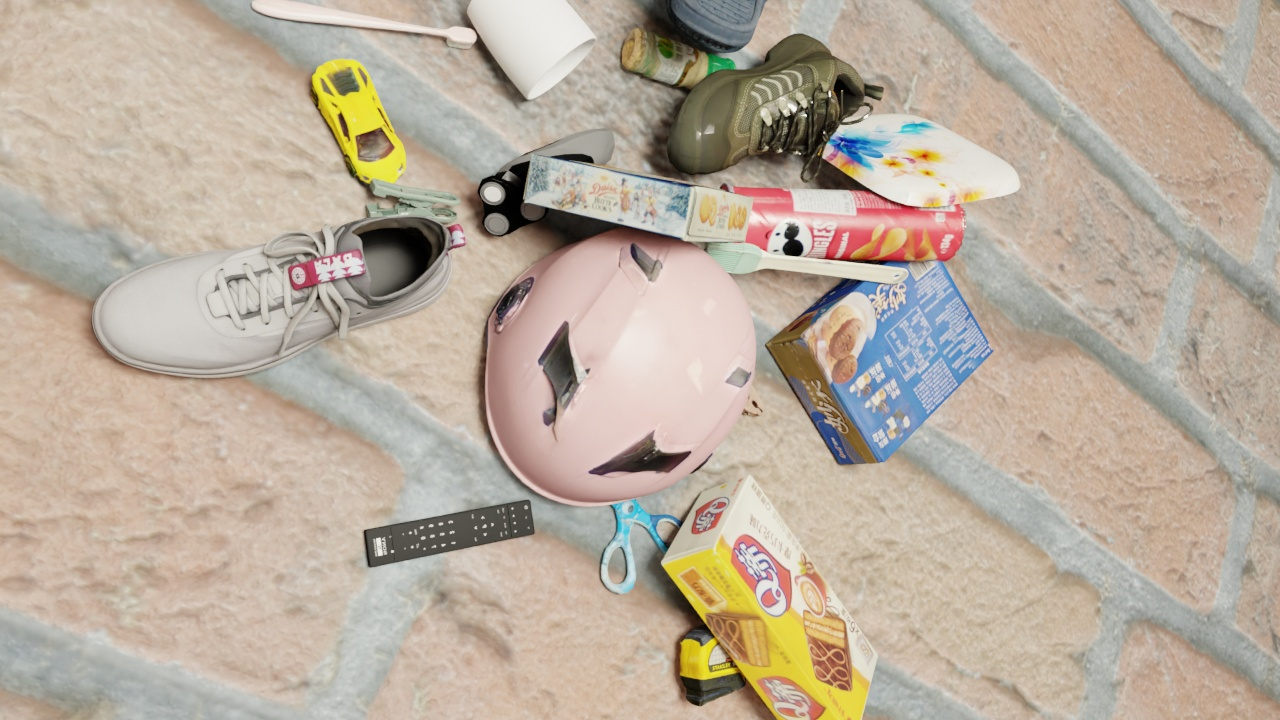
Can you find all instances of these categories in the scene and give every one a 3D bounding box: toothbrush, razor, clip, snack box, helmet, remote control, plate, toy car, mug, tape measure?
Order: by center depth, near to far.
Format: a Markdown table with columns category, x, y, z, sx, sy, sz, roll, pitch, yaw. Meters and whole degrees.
| category | x | y | z | sx | sy | sz | roll | pitch | yaw |
| --- | --- | --- | --- | --- | --- | --- | --- | --- | --- |
| toy car | -0.228 | -0.193 | 0.748 | 0.049 | 0.030 | 0.107 | -30 | 99 | -28 |
| snack box | 0.003 | -0.132 | 0.754 | 0.144 | 0.145 | 0.043 | -15 | 119 | -65 |
| remote control | -0.155 | 0.141 | 0.755 | 0.139 | 0.009 | 0.030 | -7 | 87 | -28 |
| clip | -0.190 | -0.123 | 0.763 | 0.078 | 0.023 | 0.049 | 12 | 118 | -35 |
| toothbrush | -0.228 | -0.282 | 0.768 | 0.181 | 0.018 | 0.015 | 0 | 82 | -25 |
| helmet | -0.005 | 0.004 | 0.774 | 0.254 | 0.153 | 0.230 | -46 | 106 | -21 |
| razor | -0.078 | -0.165 | 0.810 | 0.155 | 0.060 | 0.057 | -48 | 149 | -40 |
| mug | -0.091 | -0.295 | 0.812 | 0.087 | 0.081 | 0.114 | 50 | 34 | -7 |
| snack box | 0.122 | 0.230 | 0.836 | 0.230 | 0.062 | 0.109 | 55 | 37 | -11 |
| tape measure | 0.064 | 0.273 | 0.836 | 0.065 | 0.037 | 0.064 | -7 | 89 | -42 |
| clip | 0.094 | 0.038 | 0.888 | 0.039 | 0.024 | 0.060 | -46 | 108 | -24 |
| plate | 0.278 | -0.213 | 0.941 | 0.186 | 0.187 | 0.016 | -13 | 131 | -28 |
| snack box | 0.251 | -0.013 | 0.949 | 0.202 | 0.069 | 0.155 | -38 | 102 | -26 |

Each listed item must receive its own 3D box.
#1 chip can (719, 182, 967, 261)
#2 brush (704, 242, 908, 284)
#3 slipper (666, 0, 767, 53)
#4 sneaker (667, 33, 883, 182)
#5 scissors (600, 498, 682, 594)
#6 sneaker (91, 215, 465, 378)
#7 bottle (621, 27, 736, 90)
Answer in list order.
| category | x | y | z | sx | sy | sz | roll | pitch | yaw |
| --- | --- | --- | --- | --- | --- | --- | --- | --- | --- |
| chip can | 0.192 | -0.132 | 0.892 | 0.233 | 0.073 | 0.073 | 0 | 83 | -9 |
| brush | 0.160 | -0.090 | 0.874 | 0.217 | 0.033 | 0.012 | 4 | 56 | -18 |
| slipper | 0.066 | -0.332 | 0.865 | 0.101 | 0.083 | 0.262 | 26 | 37 | -7 |
| sneaker | 0.143 | -0.220 | 0.873 | 0.143 | 0.101 | 0.237 | 35 | 55 | 26 |
| scissors | 0.000 | 0.137 | 0.836 | 0.114 | 0.013 | 0.140 | -5 | 84 | -28 |
| sneaker | -0.251 | -0.054 | 0.664 | 0.262 | 0.129 | 0.097 | -17 | 91 | -26 |
| bottle | 0.037 | -0.287 | 0.889 | 0.111 | 0.043 | 0.043 | 10 | 79 | -25 |
